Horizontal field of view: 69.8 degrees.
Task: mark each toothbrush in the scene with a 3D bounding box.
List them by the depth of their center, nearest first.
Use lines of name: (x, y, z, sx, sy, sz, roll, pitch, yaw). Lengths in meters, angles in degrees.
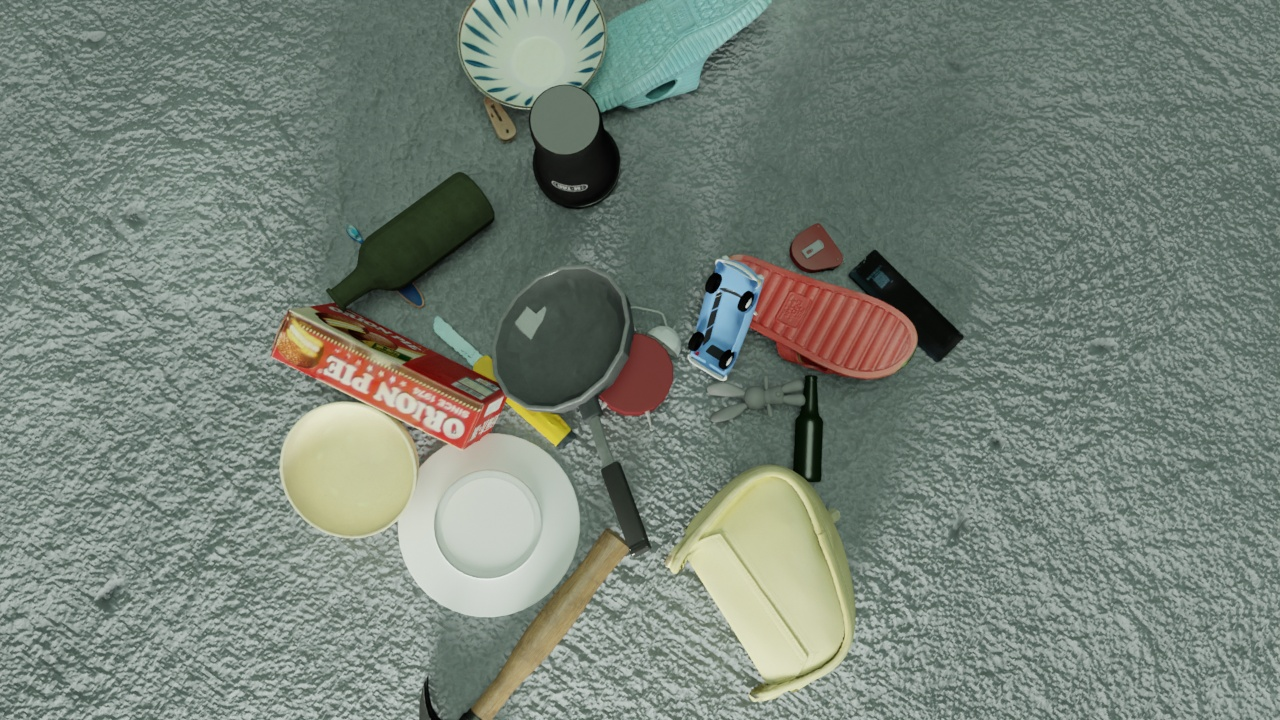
toothbrush: (-0.304, -0.113, 1.090, 0.021, 0.017, 0.135, -43, 84, -9)

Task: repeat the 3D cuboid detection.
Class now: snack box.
snack box: (-0.273, 0.013, 1.019, 0.236, 0.113, 0.060, 26, 100, 2)

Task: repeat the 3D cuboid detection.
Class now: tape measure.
tape measure: (0.209, -0.129, 1.101, 0.051, 0.019, 0.059, -34, 84, -6)

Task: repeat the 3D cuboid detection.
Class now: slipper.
slipper: (0.196, -0.046, 1.070, 0.249, 0.059, 0.103, 23, 82, 18)
slipper: (0.042, -0.388, 1.110, 0.276, 0.069, 0.116, -28, 72, 13)

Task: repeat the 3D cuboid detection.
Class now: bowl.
bowl: (-0.312, 0.114, 1.019, 0.151, 0.075, 0.151, 0, 97, 3)
bowl: (-0.126, -0.371, 1.103, 0.177, 0.071, 0.177, 0, 80, 1)

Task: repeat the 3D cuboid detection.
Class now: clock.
clock: (-0.006, 0.006, 1.062, 0.096, 0.048, 0.137, 12, 82, 1)

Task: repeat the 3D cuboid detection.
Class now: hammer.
hammer: (-0.122, 0.314, 1.018, 0.132, 0.040, 0.305, 39, 83, -2)

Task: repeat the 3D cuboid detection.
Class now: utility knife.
utility knife: (-0.162, 0.024, 1.072, 0.218, 0.019, 0.030, 43, 78, 0)

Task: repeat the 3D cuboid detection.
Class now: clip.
clip: (-0.172, -0.295, 1.113, 0.025, 0.049, 0.061, -26, 55, -5)

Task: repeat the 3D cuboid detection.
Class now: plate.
plate: (-0.174, 0.187, 1.049, 0.208, 0.015, 0.208, 0, 82, -1)

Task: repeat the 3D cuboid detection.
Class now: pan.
pan: (-0.055, 0.049, 0.991, 0.179, 0.041, 0.356, -31, 57, 13)

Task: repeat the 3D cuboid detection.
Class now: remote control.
remote control: (0.317, -0.066, 1.092, 0.047, 0.022, 0.150, -44, 85, -6)

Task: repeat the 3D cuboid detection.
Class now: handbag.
handbag: (0.148, 0.239, 1.009, 0.191, 0.088, 0.233, -33, 85, 10)

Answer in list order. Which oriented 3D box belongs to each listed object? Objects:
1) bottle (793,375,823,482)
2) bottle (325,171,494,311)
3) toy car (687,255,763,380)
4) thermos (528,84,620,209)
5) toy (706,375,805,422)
bottle: (0.195, 0.079, 1.064, 0.033, 0.033, 0.123, 4, 81, -1)
bottle: (-0.267, -0.131, 1.055, 0.206, 0.071, 0.071, -40, 84, -13)
toy car: (0.097, -0.049, 1.034, 0.056, 0.154, 0.054, 32, 43, 20)
thermos: (-0.076, -0.237, 1.016, 0.106, 0.218, 0.106, 0, 90, 0)
toy: (0.134, 0.044, 1.062, 0.112, 0.030, 0.049, -8, 82, 10)
